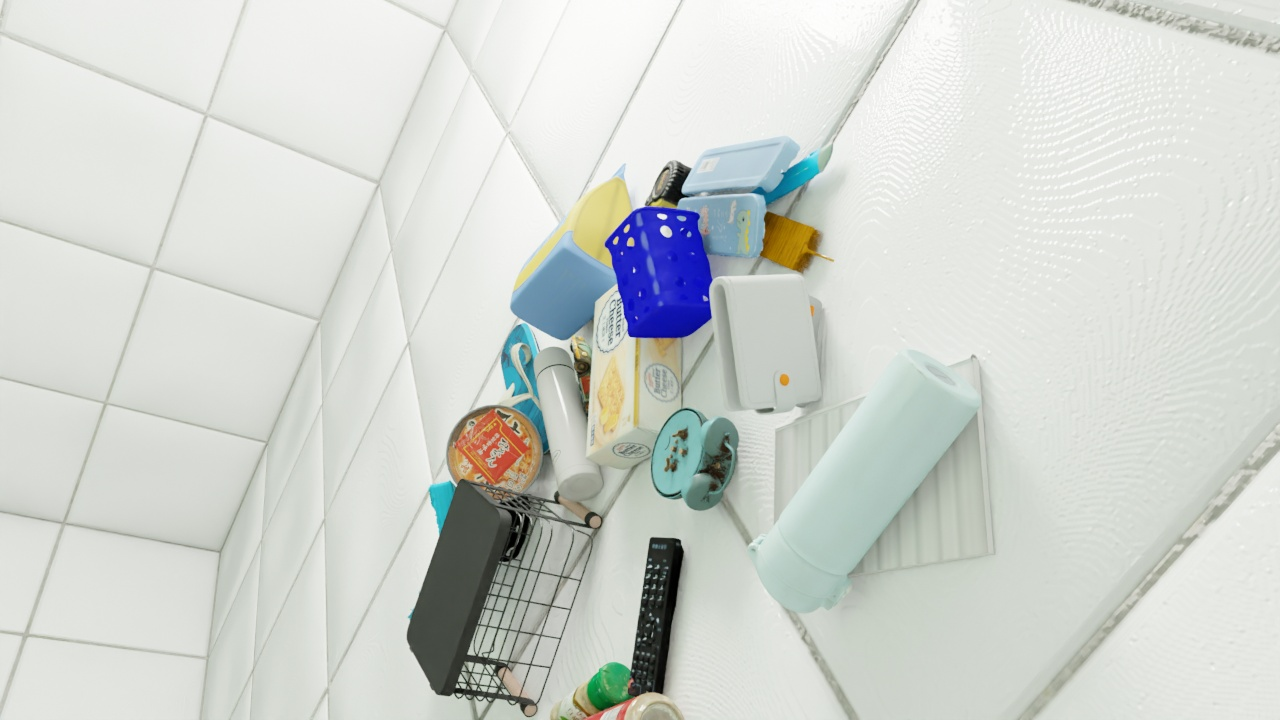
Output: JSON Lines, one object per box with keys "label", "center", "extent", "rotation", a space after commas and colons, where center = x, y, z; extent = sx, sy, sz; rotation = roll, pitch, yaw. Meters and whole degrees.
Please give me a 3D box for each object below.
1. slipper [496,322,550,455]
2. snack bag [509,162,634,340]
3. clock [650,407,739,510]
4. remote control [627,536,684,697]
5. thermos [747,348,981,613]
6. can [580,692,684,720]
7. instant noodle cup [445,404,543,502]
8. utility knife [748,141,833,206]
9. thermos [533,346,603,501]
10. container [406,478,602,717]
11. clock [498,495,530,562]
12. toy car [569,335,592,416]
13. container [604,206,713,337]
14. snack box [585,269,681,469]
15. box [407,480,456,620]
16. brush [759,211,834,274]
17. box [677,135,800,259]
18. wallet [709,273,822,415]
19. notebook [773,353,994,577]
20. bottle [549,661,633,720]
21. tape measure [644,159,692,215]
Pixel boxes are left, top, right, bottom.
{"label": "slipper", "center": [-0.170, 0.035, 1.291], "extent": [0.118, 0.060, 0.294], "rotation": [-63, 29, 21]}
{"label": "snack bag", "center": [-0.078, -0.152, 1.214], "extent": [0.159, 0.102, 0.204], "rotation": [-40, 28, 44]}
{"label": "clock", "center": [0.056, 0.093, 0.864], "extent": [0.124, 0.053, 0.090], "rotation": [16, 88, 62]}
{"label": "remote control", "center": [0.017, 0.245, 0.876], "extent": [0.047, 0.022, 0.150], "rotation": [-12, 64, 57]}
{"label": "thermos", "center": [0.156, 0.092, 0.658], "extent": [0.078, 0.065, 0.207], "rotation": [37, 112, 15]}
{"label": "can", "center": [-0.028, 0.355, 0.838], "extent": [0.171, 0.067, 0.067], "rotation": [-40, 41, 43]}
{"label": "instant noodle cup", "center": [-0.204, 0.125, 1.206], "extent": [0.122, 0.123, 0.123], "rotation": [161, 124, -67]}
{"label": "utility knife", "center": [0.136, -0.175, 0.927], "extent": [0.175, 0.015, 0.031], "rotation": [-19, 55, 57]}
{"label": "thermos", "center": [-0.093, 0.070, 1.128], "extent": [0.052, 0.052, 0.223], "rotation": [-53, 36, 30]}
{"label": "container", "center": [-0.158, 0.264, 1.054], "extent": [0.163, 0.130, 0.241], "rotation": [18, 89, 62]}
{"label": "clock", "center": [-0.181, 0.218, 1.214], "extent": [0.121, 0.042, 0.091], "rotation": [-7, 67, 59]}
{"label": "toy car", "center": [-0.055, 0.018, 1.100], "extent": [0.047, 0.047, 0.112], "rotation": [-110, 7, -49]}
{"label": "container", "center": [0.024, -0.090, 0.969], "extent": [0.085, 0.085, 0.113], "rotation": [-40, 57, 52]}
{"label": "snack box", "center": [-0.006, 0.006, 1.022], "extent": [0.104, 0.057, 0.207], "rotation": [-35, 45, 47]}
{"label": "box", "center": [-0.258, 0.258, 1.217], "extent": [0.227, 0.071, 0.181], "rotation": [117, 162, -74]}
{"label": "brush", "center": [0.147, -0.106, 0.862], "extent": [0.048, 0.017, 0.126], "rotation": [-66, 29, 9]}
{"label": "box", "center": [0.089, -0.171, 0.966], "extent": [0.209, 0.034, 0.127], "rotation": [22, 93, 69]}
{"label": "wallet", "center": [0.119, -0.015, 0.785], "extent": [0.038, 0.115, 0.118], "rotation": [-12, 84, 58]}
{"label": "notebook", "center": [0.175, 0.092, 0.704], "extent": [0.210, 0.009, 0.142], "rotation": [-29, 50, 51]}
{"label": "bottle", "center": [-0.050, 0.339, 0.911], "extent": [0.111, 0.043, 0.043], "rotation": [-48, 36, 37]}
{"label": "tape measure", "center": [0.041, -0.205, 1.091], "extent": [0.067, 0.038, 0.062], "rotation": [-65, 21, 5]}
